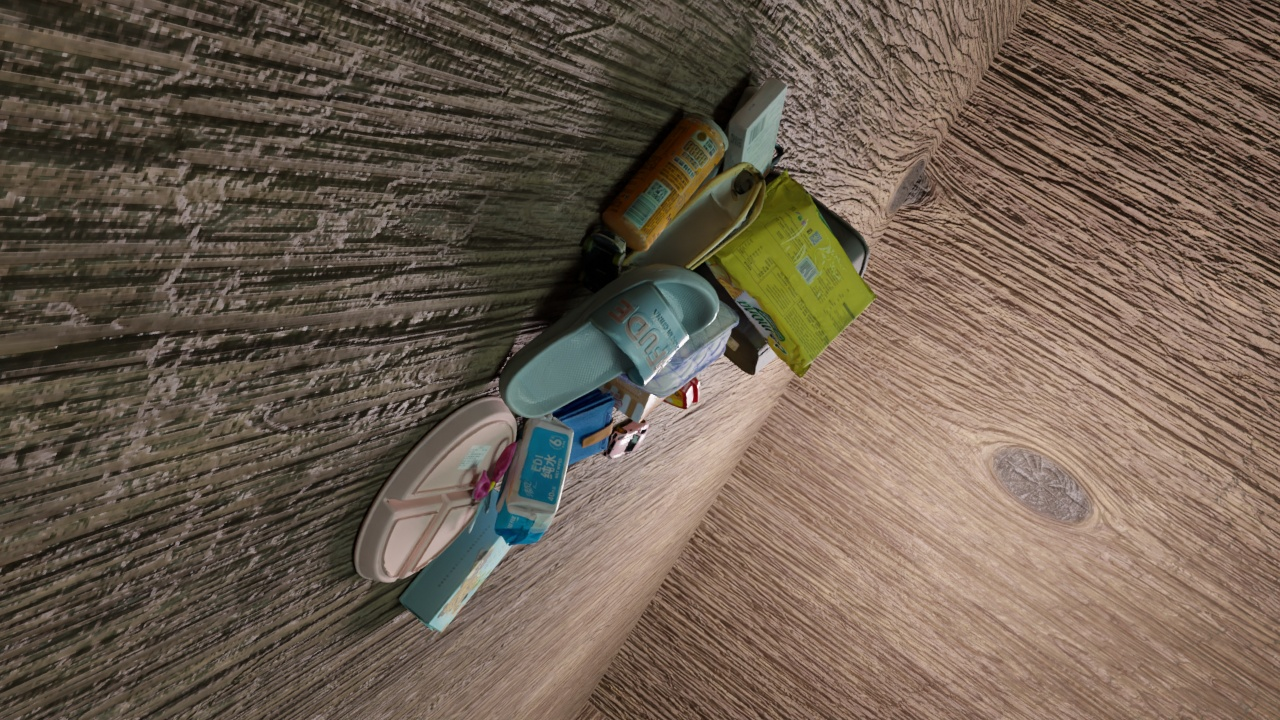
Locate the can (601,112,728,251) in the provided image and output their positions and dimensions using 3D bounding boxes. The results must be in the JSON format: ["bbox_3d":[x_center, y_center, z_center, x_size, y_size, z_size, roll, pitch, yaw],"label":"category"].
[{"bbox_3d":[0.025,-0.180,0.929,0.145,0.058,0.058,-52,165,-14],"label":"can"}]

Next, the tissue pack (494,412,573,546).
[{"bbox_3d":[-0.125,0.136,1.053,0.090,0.063,0.139,121,-17,-52],"label":"tissue pack"}]

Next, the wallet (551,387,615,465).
[{"bbox_3d":[-0.086,0.094,1.170,0.106,0.040,0.133,-22,152,-21],"label":"wallet"}]

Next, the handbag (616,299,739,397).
[{"bbox_3d":[0.026,-0.041,1.086,0.193,0.134,0.076,-35,151,-54],"label":"handbag"}]

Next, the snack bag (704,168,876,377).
[{"bbox_3d":[0.200,-0.111,1.191,0.158,0.246,0.068,-44,-151,-4],"label":"snack bag"}]

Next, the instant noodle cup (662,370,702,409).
[{"bbox_3d":[0.046,-0.014,1.281,0.116,0.116,0.123,78,37,-70],"label":"instant noodle cup"}]

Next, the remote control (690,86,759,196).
[{"bbox_3d":[0.109,-0.256,1.104,0.058,0.021,0.150,-26,147,-62],"label":"remote control"}]

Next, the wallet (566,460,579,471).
[{"bbox_3d":[-0.104,0.135,1.289,0.122,0.020,0.097,-42,160,-36],"label":"wallet"}]

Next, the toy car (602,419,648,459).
[{"bbox_3d":[-0.021,0.130,1.508,0.122,0.037,0.056,-23,143,-63],"label":"toy car"}]

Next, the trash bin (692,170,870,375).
[{"bbox_3d":[0.186,-0.116,1.345,0.219,0.198,0.199,-47,164,-11],"label":"trash bin"}]

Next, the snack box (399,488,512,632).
[{"bbox_3d":[-0.211,0.242,1.112,0.174,0.051,0.074,-50,164,-18],"label":"snack box"}]

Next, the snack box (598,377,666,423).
[{"bbox_3d":[-0.007,0.007,1.166,0.076,0.093,0.095,-40,158,-47],"label":"snack box"}]

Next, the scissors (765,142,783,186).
[{"bbox_3d":[0.156,-0.234,1.220,0.014,0.159,0.173,-18,-127,50],"label":"scissors"}]

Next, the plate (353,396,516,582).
[{"bbox_3d":[-0.204,0.138,0.956,0.229,0.028,0.230,-50,164,-21],"label":"plate"}]

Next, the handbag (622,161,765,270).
[{"bbox_3d":[0.075,-0.156,1.041,0.164,0.063,0.178,-37,-175,36],"label":"handbag"}]

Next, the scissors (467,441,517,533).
[{"bbox_3d":[-0.163,0.138,1.009,0.105,0.017,0.136,-55,172,-27],"label":"scissors"}]

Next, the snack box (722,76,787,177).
[{"bbox_3d":[0.131,-0.251,1.085,0.084,0.027,0.157,-50,164,-22],"label":"snack box"}]

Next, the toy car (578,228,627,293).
[{"bbox_3d":[-0.037,-0.101,0.940,0.035,0.042,0.091,-60,172,-31],"label":"toy car"}]

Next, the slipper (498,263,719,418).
[{"bbox_3d":[-0.029,-0.012,0.932,0.245,0.074,0.104,-30,133,-2],"label":"slipper"}]
